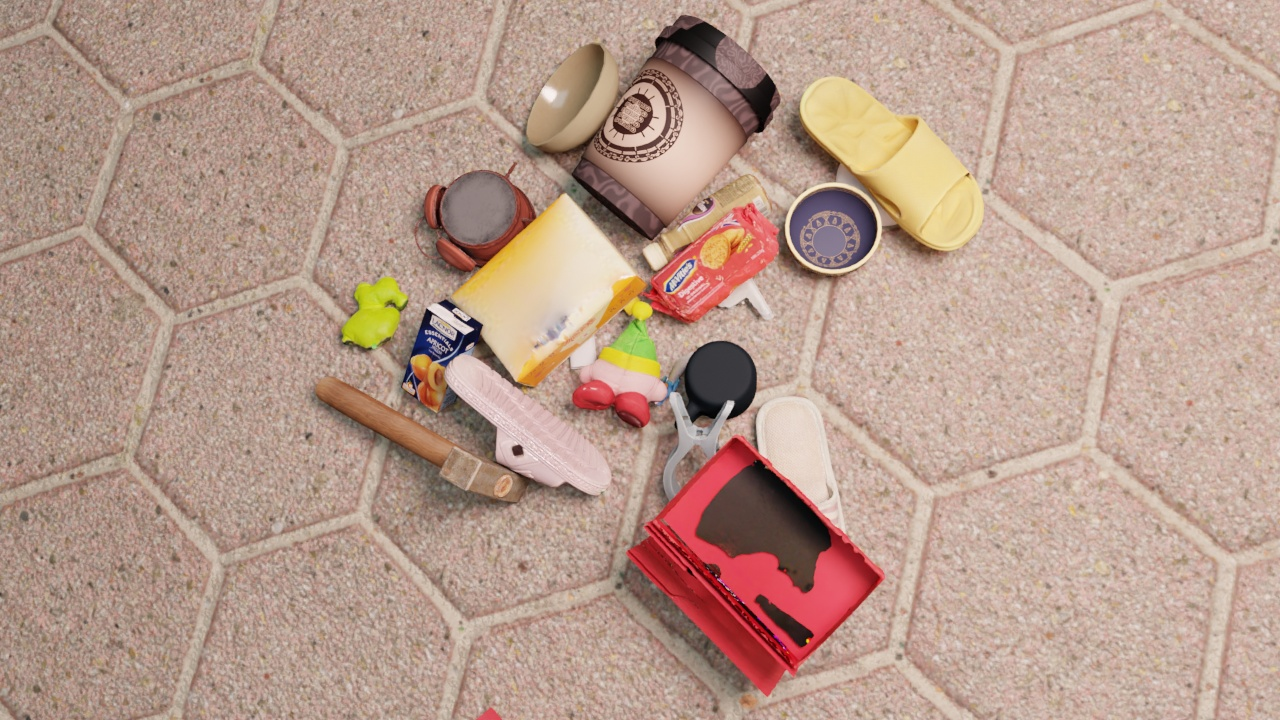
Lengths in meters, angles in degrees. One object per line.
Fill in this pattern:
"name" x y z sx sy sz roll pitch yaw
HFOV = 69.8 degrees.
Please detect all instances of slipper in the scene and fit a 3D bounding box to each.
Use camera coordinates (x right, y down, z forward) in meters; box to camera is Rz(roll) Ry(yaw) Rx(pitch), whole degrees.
"slipper" 0.180 0.170 1.069 0.115 0.052 0.262 -5 80 5
"slipper" -0.141 0.090 1.085 0.239 0.094 0.064 40 107 -7
"slipper" 0.294 -0.241 1.065 0.099 0.078 0.263 -45 77 -5

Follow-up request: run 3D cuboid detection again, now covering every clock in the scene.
"clock" -0.211 -0.177 1.169 0.158 0.072 0.120 -23 78 1

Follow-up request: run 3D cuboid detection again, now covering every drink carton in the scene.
"drink carton" -0.243 -0.005 1.123 0.064 0.040 0.130 34 123 11

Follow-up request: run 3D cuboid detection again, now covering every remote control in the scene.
"remote control" -0.078 -0.054 1.161 0.033 0.012 0.130 -7 79 6

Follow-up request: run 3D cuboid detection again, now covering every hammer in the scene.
"hammer" -0.279 0.090 1.116 0.301 0.158 0.037 24 83 24

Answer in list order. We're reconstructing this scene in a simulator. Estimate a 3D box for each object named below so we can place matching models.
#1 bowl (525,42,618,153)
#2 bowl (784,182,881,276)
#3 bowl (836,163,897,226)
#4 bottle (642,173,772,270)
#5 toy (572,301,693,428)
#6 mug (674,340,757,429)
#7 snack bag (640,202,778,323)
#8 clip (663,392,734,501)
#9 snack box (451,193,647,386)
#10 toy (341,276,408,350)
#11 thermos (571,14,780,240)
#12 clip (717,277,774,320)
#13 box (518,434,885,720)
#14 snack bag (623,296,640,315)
"bowl" -0.078 -0.324 1.165 0.153 0.050 0.152 -31 43 34
"bowl" 0.232 -0.152 1.117 0.112 0.061 0.112 -1 80 7
"bowl" 0.300 -0.227 1.127 0.115 0.050 0.114 -1 80 7
"bottle" 0.080 -0.166 1.139 0.166 0.059 0.059 -31 78 2
"toy" -0.007 0.007 1.107 0.124 0.097 0.131 18 58 7
"mug" 0.083 0.036 1.084 0.085 0.094 0.121 41 87 12
"snack bag" 0.088 -0.110 1.098 0.177 0.082 0.082 -40 77 21
"clip" 0.083 0.113 1.056 0.112 0.028 0.163 6 122 11
"snack box" -0.114 -0.085 1.124 0.195 0.080 0.145 -41 75 5
"toy" -0.343 -0.059 1.184 0.094 0.036 0.093 -18 73 -3
"thermos" 0.036 -0.274 1.115 0.173 0.172 0.226 40 93 12
"clip" 0.120 -0.090 1.133 0.056 0.056 0.102 -22 76 -23
"box" 0.082 0.198 0.840 0.217 0.351 0.198 45 96 16
"snack bag" -0.036 -0.101 1.161 0.026 0.020 0.099 -39 77 0
